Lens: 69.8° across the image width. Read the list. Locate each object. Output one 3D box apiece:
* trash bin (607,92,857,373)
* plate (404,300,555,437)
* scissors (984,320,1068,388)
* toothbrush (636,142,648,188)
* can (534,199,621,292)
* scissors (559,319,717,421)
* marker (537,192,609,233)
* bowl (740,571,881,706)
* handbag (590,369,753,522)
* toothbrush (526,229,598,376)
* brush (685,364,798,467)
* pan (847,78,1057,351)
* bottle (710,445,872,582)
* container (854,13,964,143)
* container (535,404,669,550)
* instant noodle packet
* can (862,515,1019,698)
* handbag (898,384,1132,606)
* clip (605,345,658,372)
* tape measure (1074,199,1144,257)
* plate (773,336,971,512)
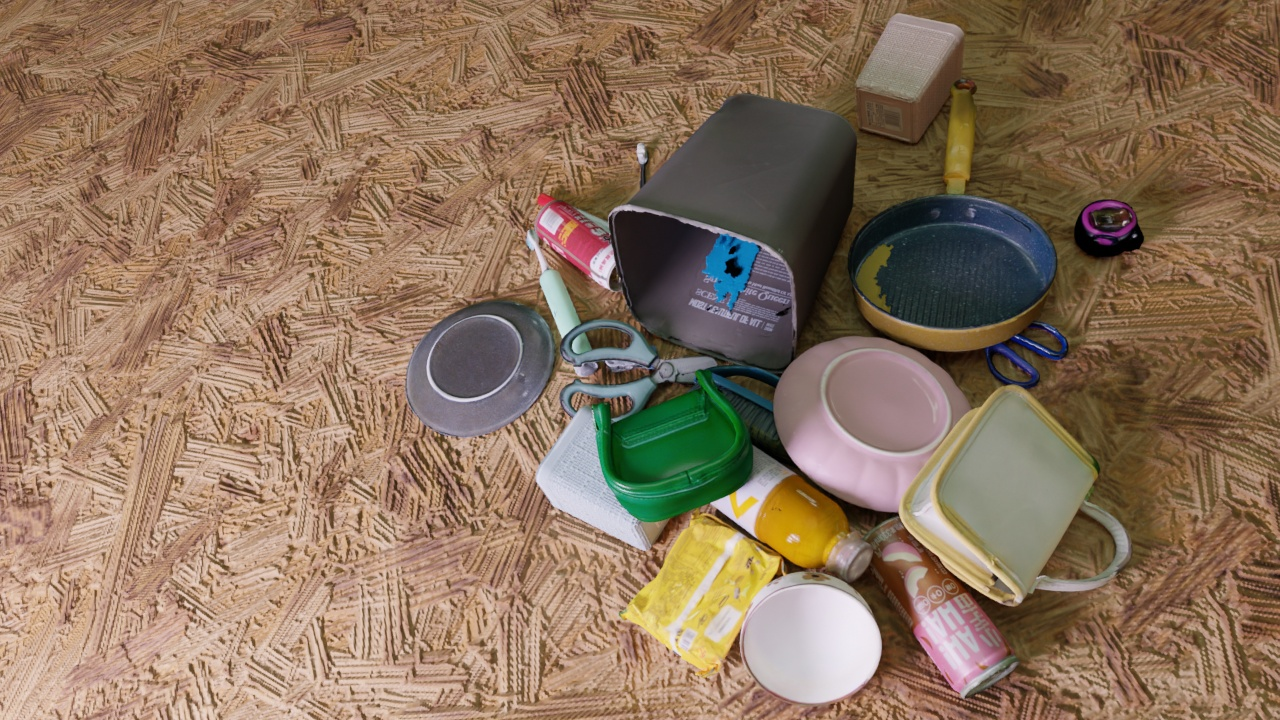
[{"bbox_3d":[0.109,-0.139,0.948,0.199,0.199,0.219,20,58,23],"label":"trash bin"},{"bbox_3d":[-0.184,0.001,1.028,0.179,0.024,0.179,-7,57,10],"label":"plate"},{"bbox_3d":[0.348,-0.042,0.920,0.133,0.012,0.172,-18,55,6],"label":"scissors"},{"bbox_3d":[0.003,-0.192,1.104,0.016,0.018,0.180,-5,59,8],"label":"toothbrush"},{"bbox_3d":[-0.062,-0.133,1.060,0.053,0.053,0.133,-43,58,-13],"label":"can"},{"bbox_3d":[-0.002,-0.002,0.965,0.180,0.019,0.143,-12,78,2],"label":"scissors"},{"bbox_3d":[-0.067,-0.172,1.109,0.145,0.017,0.017,28,69,28],"label":"marker"},{"bbox_3d":[0.139,0.223,0.769,0.113,0.113,0.062,-12,15,8],"label":"bowl"},{"bbox_3d":[0.027,0.071,0.804,0.131,0.068,0.120,-22,55,-3],"label":"handbag"},{"bbox_3d":[-0.095,-0.073,1.049,0.026,0.027,0.224,-2,50,-30],"label":"toothbrush"},{"bbox_3d":[0.115,0.046,0.901,0.144,0.055,0.073,27,69,28],"label":"brush"},{"bbox_3d":[0.328,-0.162,0.958,0.198,0.078,0.356,5,51,18],"label":"pan"},{"bbox_3d":[0.122,0.130,0.823,0.068,0.068,0.189,-45,49,-14],"label":"bottle"},{"bbox_3d":[0.307,-0.323,1.061,0.090,0.090,0.110,25,71,26],"label":"container"},{"bbox_3d":[-0.023,0.116,0.878,0.111,0.090,0.090,26,68,23],"label":"container"},{"bbox_3d":[0.057,0.209,0.823,0.111,0.044,0.128,26,66,33],"label":"instant noodle packet"},{"bbox_3d":[0.245,0.203,0.767,0.058,0.058,0.147,-30,56,-5],"label":"can"},{"bbox_3d":[0.323,0.131,0.771,0.179,0.063,0.163,44,61,5],"label":"handbag"},{"bbox_3d":[-0.009,-0.001,0.986,0.057,0.032,0.025,-8,62,6],"label":"clip"},{"bbox_3d":[0.471,-0.135,0.927,0.058,0.039,0.057,-8,57,10],"label":"tape measure"},{"bbox_3d":[0.221,0.047,0.847,0.192,0.039,0.192,3,52,-5],"label":"plate"}]
